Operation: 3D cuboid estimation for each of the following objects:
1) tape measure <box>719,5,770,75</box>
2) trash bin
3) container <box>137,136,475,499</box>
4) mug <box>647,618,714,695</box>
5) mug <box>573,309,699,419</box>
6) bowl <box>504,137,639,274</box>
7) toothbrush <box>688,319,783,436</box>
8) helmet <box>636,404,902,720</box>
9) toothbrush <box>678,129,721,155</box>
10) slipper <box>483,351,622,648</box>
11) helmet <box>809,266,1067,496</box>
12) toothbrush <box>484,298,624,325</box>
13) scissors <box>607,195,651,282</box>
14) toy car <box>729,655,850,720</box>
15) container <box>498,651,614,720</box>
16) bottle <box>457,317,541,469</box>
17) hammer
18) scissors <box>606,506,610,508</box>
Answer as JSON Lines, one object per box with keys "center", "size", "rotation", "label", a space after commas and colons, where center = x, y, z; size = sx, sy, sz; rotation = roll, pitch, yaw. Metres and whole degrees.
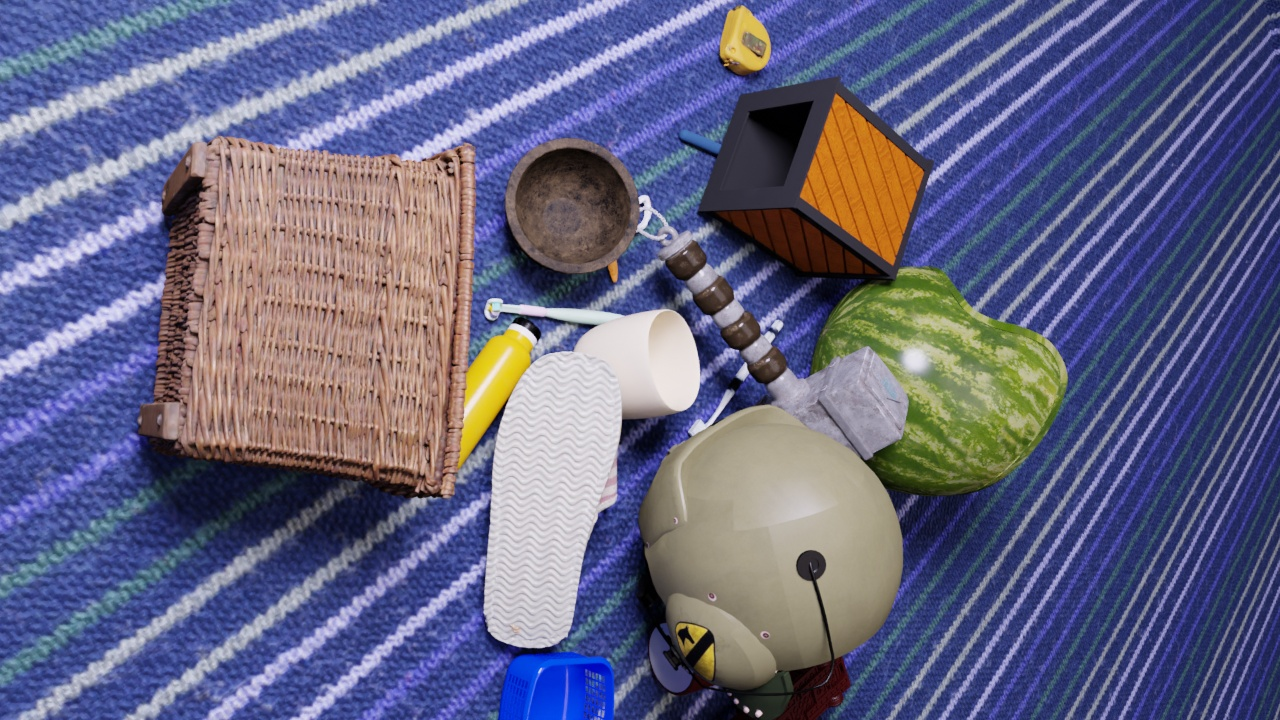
{"center": [0.118, -0.348, 1.017], "size": [0.059, 0.030, 0.068], "rotation": [25, 74, -33], "label": "tape measure"}
{"center": [0.188, -0.186, 0.982], "size": [0.171, 0.140, 0.139], "rotation": [26, 80, -36], "label": "trash bin"}
{"center": [-0.234, -0.030, 0.643], "size": [0.183, 0.163, 0.250], "rotation": [6, 84, -35], "label": "container"}
{"center": [0.057, 0.274, 0.923], "size": [0.082, 0.073, 0.105], "rotation": [-1, 64, -39], "label": "mug"}
{"center": [-0.005, 0.005, 0.861], "size": [0.120, 0.100, 0.096], "rotation": [-20, 98, -59], "label": "mug"}
{"center": [-0.066, -0.135, 0.837], "size": [0.121, 0.056, 0.121], "rotation": [1, 87, -15], "label": "bowl"}
{"center": [0.106, 0.018, 1.004], "size": [0.017, 0.012, 0.186], "rotation": [51, 59, -21], "label": "toothbrush"}
{"center": [0.108, 0.163, 0.830], "size": [0.249, 0.256, 0.233], "rotation": [-27, 108, -37], "label": "helmet"}
{"center": [0.107, -0.224, 1.014], "size": [0.167, 0.014, 0.014], "rotation": [12, 88, -38], "label": "toothbrush"}
{"center": [-0.077, 0.120, 0.806], "size": [0.115, 0.052, 0.263], "rotation": [11, 94, -7], "label": "slipper"}
{"center": [0.308, 0.028, 1.030], "size": [0.247, 0.213, 0.243], "rotation": [38, 78, -2], "label": "helmet"}
{"center": [-0.075, -0.043, 0.859], "size": [0.154, 0.015, 0.022], "rotation": [3, 121, -38], "label": "toothbrush"}
{"center": [-0.034, -0.139, 0.897], "size": [0.130, 0.011, 0.125], "rotation": [-18, 100, -35], "label": "scissors"}
{"center": [0.153, 0.372, 0.995], "size": [0.169, 0.062, 0.070], "rotation": [-26, 105, -36], "label": "toy car"}
{"center": [-0.078, 0.317, 0.814], "size": [0.096, 0.058, 0.114], "rotation": [11, 81, -38], "label": "container"}
{"center": [-0.135, 0.025, 0.790], "size": [0.043, 0.043, 0.143], "rotation": [46, 62, -28], "label": "bottle"}
{"center": [0.105, -0.023, 0.903], "size": [0.326, 0.177, 0.079], "rotation": [51, 34, -11], "label": "hammer"}
{"center": [-0.062, 0.081, 0.863], "size": [0.145, 0.019, 0.133], "rotation": [25, 71, -34], "label": "scissors"}
